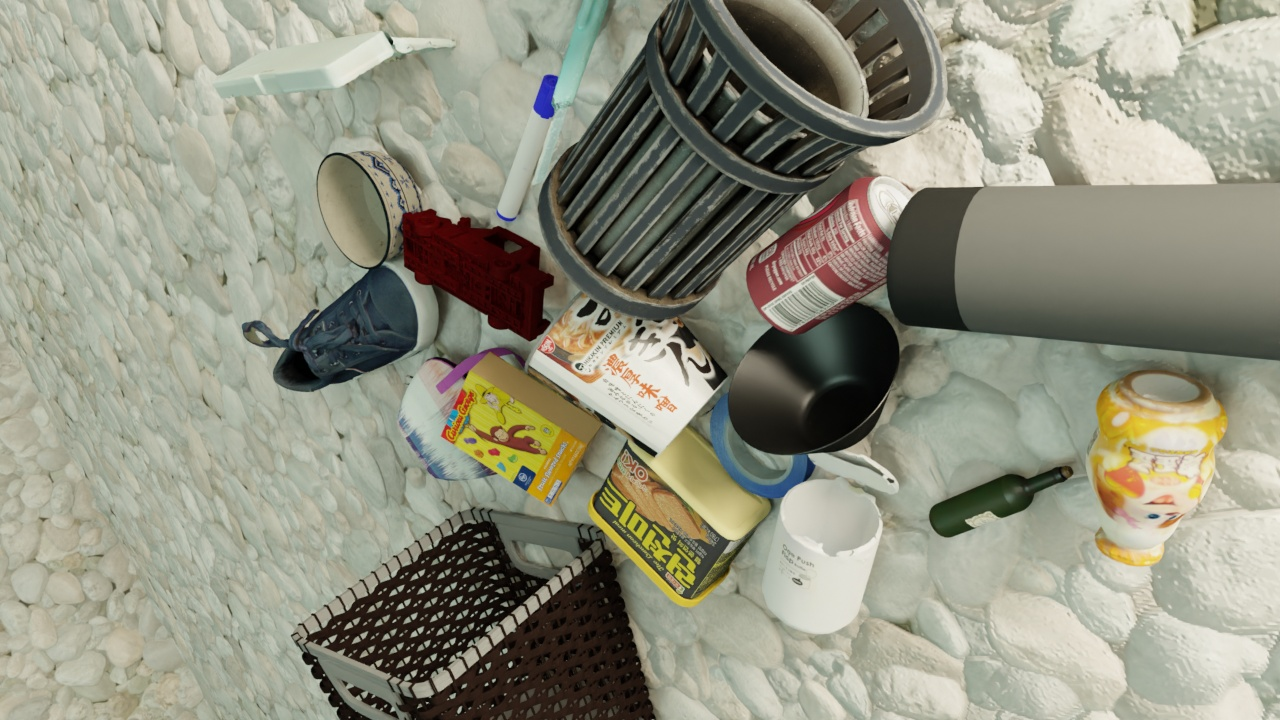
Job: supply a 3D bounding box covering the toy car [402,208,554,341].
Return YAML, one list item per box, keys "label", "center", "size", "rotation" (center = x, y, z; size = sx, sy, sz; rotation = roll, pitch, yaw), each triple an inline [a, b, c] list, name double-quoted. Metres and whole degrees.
- label: "toy car"
  center: [-0.142, -0.084, 0.832]
  size: [0.170, 0.061, 0.070]
  rotation: [30, 129, 29]

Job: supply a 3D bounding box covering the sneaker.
- label: "sneaker"
  center: [-0.329, -0.028, 0.997]
  size: [0.295, 0.127, 0.120]
  rotation: [-25, 95, 45]

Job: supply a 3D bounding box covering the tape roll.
- label: "tape roll"
  center: [0.096, 0.063, 0.722]
  size: [0.093, 0.016, 0.092]
  rotation: [56, 137, 4]

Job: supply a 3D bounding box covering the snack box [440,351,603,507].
- label: "snack box"
  center: [-0.113, 0.065, 0.865]
  size: [0.126, 0.040, 0.088]
  rotation: [32, 124, 3]

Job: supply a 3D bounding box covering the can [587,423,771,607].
- label: "can"
  center: [0.032, 0.124, 0.777]
  size: [0.131, 0.072, 0.101]
  rotation: [42, 132, 18]

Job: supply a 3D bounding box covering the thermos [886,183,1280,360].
- label: "thermos"
  center: [0.254, -0.047, 0.464]
  size: [0.241, 0.082, 0.082]
  rotation: [9, 117, 40]

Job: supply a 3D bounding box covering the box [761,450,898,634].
- label: "box"
  center: [0.138, 0.122, 0.673]
  size: [0.081, 0.091, 0.161]
  rotation: [32, 139, 30]

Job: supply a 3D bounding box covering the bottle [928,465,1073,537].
- label: "bottle"
  center: [0.235, 0.090, 0.599]
  size: [0.025, 0.025, 0.106]
  rotation: [56, 137, 5]

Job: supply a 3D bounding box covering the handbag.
- label: "handbag"
  center: [-0.171, 0.045, 0.938]
  size: [0.170, 0.067, 0.144]
  rotation: [-39, 85, 41]

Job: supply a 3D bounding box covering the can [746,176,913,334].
- label: "can"
  center: [0.124, -0.066, 0.590]
  size: [0.114, 0.063, 0.063]
  rotation: [-36, 86, 47]

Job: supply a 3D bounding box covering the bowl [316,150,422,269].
- label: "bowl"
  center: [-0.261, -0.154, 0.908]
  size: [0.116, 0.059, 0.116]
  rotation: [22, 126, 34]

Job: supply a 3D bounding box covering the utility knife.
- label: "utility knife"
  center: [-0.051, -0.193, 0.638]
  size: [0.022, 0.168, 0.015]
  rotation: [1, 154, 29]

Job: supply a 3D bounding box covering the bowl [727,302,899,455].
- label: "bowl"
  center: [0.127, 0.025, 0.627]
  size: [0.124, 0.123, 0.052]
  rotation: [1, 146, 43]

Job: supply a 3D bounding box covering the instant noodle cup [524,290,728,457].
- label: "instant noodle cup"
  center: [-0.004, 0.004, 0.720]
  size: [0.122, 0.123, 0.124]
  rotation: [42, 135, 5]

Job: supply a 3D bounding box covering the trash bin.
- label: "trash bin"
  center: [0.043, -0.135, 0.564]
  size: [0.164, 0.163, 0.228]
  rotation: [55, 141, 6]

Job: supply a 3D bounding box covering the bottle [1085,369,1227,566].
- label: "bottle"
  center: [0.282, 0.062, 0.512]
  size: [0.063, 0.063, 0.109]
  rotation: [18, 123, 36]

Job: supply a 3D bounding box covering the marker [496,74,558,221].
- label: "marker"
  center: [-0.093, -0.174, 0.768]
  size: [0.020, 0.020, 0.142]
  rotation: [45, 136, 15]

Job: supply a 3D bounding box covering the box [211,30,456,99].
- label: "box"
  center: [-0.272, -0.263, 0.801]
  size: [0.197, 0.135, 0.043]
  rotation: [11, 125, 39]

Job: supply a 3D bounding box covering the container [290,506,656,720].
- label: "container"
  center: [-0.155, 0.329, 0.943]
  size: [0.248, 0.244, 0.244]
  rotation: [-1, 115, 44]
